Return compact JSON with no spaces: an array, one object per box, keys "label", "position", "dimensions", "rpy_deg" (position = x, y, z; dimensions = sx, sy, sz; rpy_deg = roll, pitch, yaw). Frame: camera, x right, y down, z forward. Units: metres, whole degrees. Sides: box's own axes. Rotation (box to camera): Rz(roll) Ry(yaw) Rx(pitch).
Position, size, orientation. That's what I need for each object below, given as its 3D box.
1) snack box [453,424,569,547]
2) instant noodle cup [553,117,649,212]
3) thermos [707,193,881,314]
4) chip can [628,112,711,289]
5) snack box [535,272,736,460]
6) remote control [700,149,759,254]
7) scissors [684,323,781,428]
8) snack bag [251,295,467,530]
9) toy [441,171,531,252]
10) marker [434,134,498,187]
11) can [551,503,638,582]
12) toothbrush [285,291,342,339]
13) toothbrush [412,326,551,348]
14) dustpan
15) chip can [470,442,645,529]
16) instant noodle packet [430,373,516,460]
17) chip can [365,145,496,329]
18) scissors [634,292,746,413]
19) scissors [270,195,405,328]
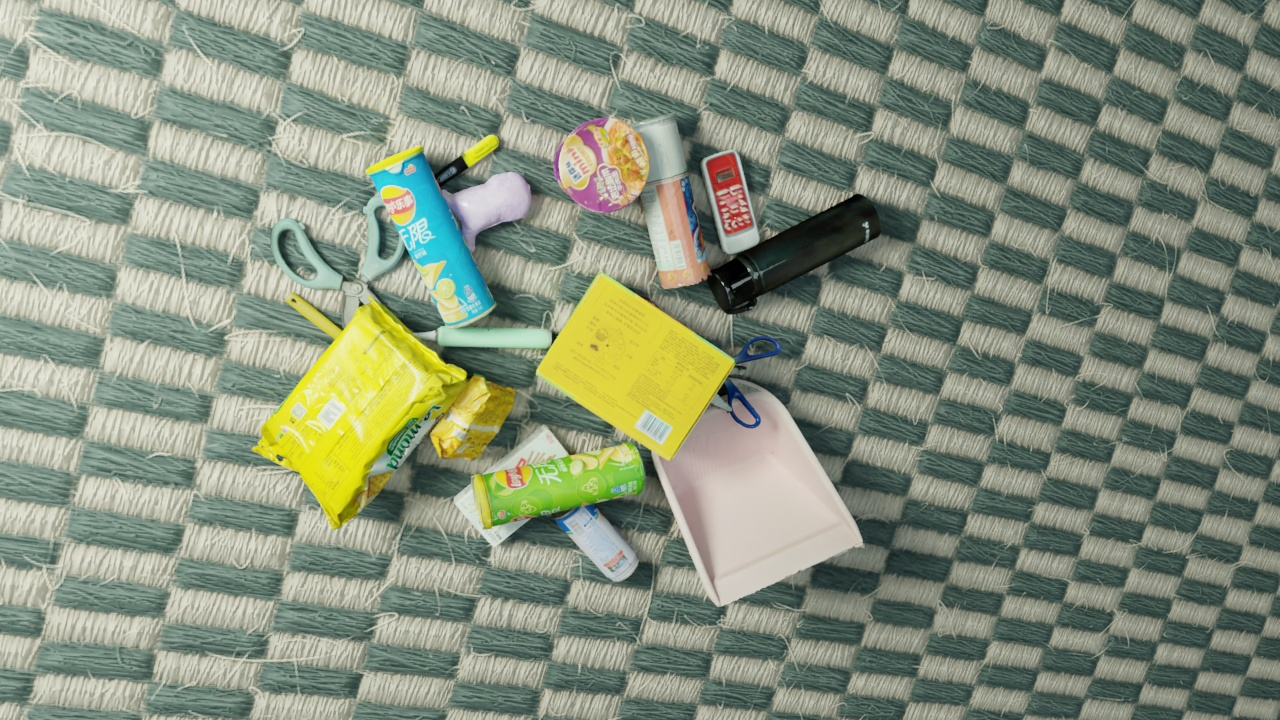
[{"label":"snack box","position":[-0.161,0.167,1.221],"dimensions":[0.156,0.027,0.085],"rpy_deg":[-39,110,-6]},{"label":"instant noodle cup","position":[-0.057,-0.239,1.133],"dimensions":[0.111,0.099,0.111],"rpy_deg":[-3,101,-17]},{"label":"thermos","position":[0.211,-0.141,1.264],"dimensions":[0.242,0.068,0.090],"rpy_deg":[-27,144,-10]},{"label":"chip can","position":[0.035,-0.204,1.185],"dimensions":[0.071,0.071,0.215],"rpy_deg":[-18,106,-14]},{"label":"snack box","position":[-0.007,0.007,1.183],"dimensions":[0.210,0.070,0.157],"rpy_deg":[33,90,-4]},{"label":"remote control","position":[0.122,-0.213,1.238],"dimensions":[0.055,0.020,0.136],"rpy_deg":[-20,106,-14]},{"label":"scissors","position":[0.122,0.011,1.258],"dimensions":[0.162,0.012,0.173],"rpy_deg":[-35,85,-16]},{"label":"snack bag","position":[-0.333,0.057,1.075],"dimensions":[0.158,0.068,0.246],"rpy_deg":[41,96,10]},{"label":"toy","position":[-0.183,-0.191,1.133],"dimensions":[0.108,0.039,0.084],"rpy_deg":[-27,108,-14]},{"label":"marker","position":[-0.225,-0.237,1.123],"dimensions":[0.124,0.015,0.018],"rpy_deg":[-37,107,-6]},{"label":"can","position":[-0.061,0.241,1.254],"dimensions":[0.053,0.053,0.134],"rpy_deg":[-41,110,-7]},{"label":"toothbrush","position":[-0.353,-0.018,1.127],"dimensions":[0.190,0.016,0.015],"rpy_deg":[41,87,-20]},{"label":"toothbrush","position":[-0.222,-0.030,1.161],"dimensions":[0.224,0.027,0.027],"rpy_deg":[1,129,-18]},{"label":"dustpan","position":[0.134,0.156,1.223],"dimensions":[0.222,0.273,0.139],"rpy_deg":[-22,132,-16]},{"label":"chip can","position":[-0.102,0.160,1.185],"dimensions":[0.221,0.072,0.072],"rpy_deg":[-11,104,-16]},{"label":"instant noodle packet","position":[-0.207,0.072,1.138],"dimensions":[0.044,0.128,0.110],"rpy_deg":[32,88,12]},{"label":"chip can","position":[-0.247,-0.145,1.098],"dimensions":[0.071,0.071,0.210],"rpy_deg":[-28,111,-11]},{"label":"scissors","position":[0.028,-0.002,1.228],"dimensions":[0.189,0.015,0.226],"rpy_deg":[-29,92,-2]},{"label":"scissors","position":[-0.365,-0.124,1.099],"dimensions":[0.181,0.019,0.170],"rpy_deg":[12,98,-21]}]
